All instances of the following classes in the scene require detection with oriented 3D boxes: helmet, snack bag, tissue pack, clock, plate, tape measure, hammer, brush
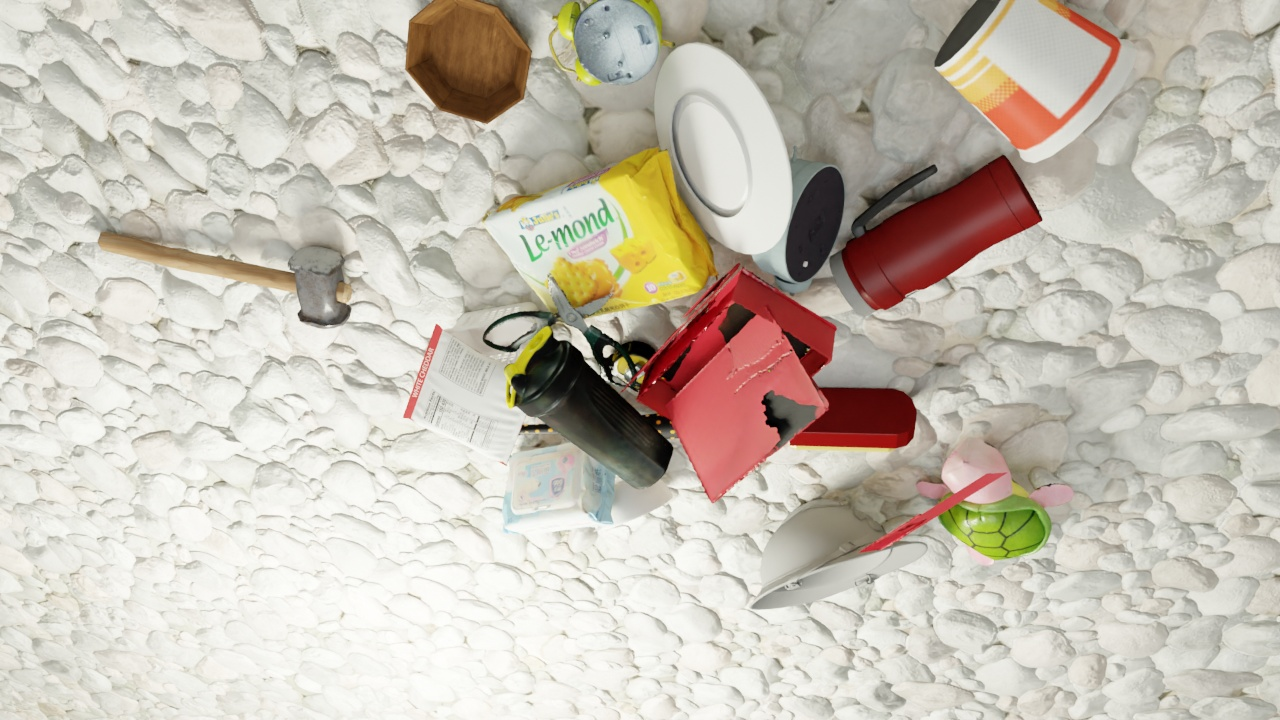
[{"bbox_3d":[0.247,0.247,1.245,0.183,0.117,0.272,11,144,-41],"label":"helmet"},{"bbox_3d":[-0.207,0.044,1.116,0.144,0.039,0.131,25,107,4],"label":"snack bag"},{"bbox_3d":[-0.113,0.171,1.230,0.182,0.112,0.070,-13,154,33],"label":"tissue pack"},{"bbox_3d":[0.164,-0.135,0.942,0.045,0.122,0.159,23,158,31],"label":"clock"},{"bbox_3d":[-0.171,-0.306,0.923,0.131,0.025,0.131,6,130,6],"label":"plate"},{"bbox_3d":[0.070,-0.196,0.877,0.015,0.208,0.209,-28,132,-22],"label":"plate"},{"bbox_3d":[-0.032,-0.307,0.875,0.119,0.056,0.083,-10,127,18],"label":"clock"},{"bbox_3d":[-0.007,0.007,1.144,0.061,0.034,0.062,34,125,-18],"label":"tape measure"},{"bbox_3d":[-0.039,-0.131,0.990,0.248,0.068,0.159,-10,126,36],"label":"snack bag"},{"bbox_3d":[-0.046,0.088,1.176,0.321,0.123,0.036,-2,125,6],"label":"hammer"},{"bbox_3d":[0.246,0.075,1.120,0.173,0.082,0.042,1,129,10],"label":"brush"},{"bbox_3d":[-0.517,-0.114,1.139,0.328,0.052,0.098,11,130,6],"label":"hammer"}]

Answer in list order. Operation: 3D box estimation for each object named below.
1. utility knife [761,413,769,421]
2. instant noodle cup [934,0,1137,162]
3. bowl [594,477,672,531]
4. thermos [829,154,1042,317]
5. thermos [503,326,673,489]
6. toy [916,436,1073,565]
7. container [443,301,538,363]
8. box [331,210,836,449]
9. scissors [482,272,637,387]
[{"bbox_3d":[0.144,0.063,1.176,0.225,0.019,0.031,9,140,-1],"label":"utility knife"},{"bbox_3d":[0.338,-0.262,0.807,0.121,0.123,0.124,34,127,-7],"label":"instant noodle cup"},{"bbox_3d":[-0.018,0.186,1.258,0.115,0.114,0.050,-23,89,27],"label":"bowl"},{"bbox_3d":[0.292,-0.134,0.943,0.199,0.083,0.108,-31,99,28],"label":"thermos"},{"bbox_3d":[-0.060,0.063,1.068,0.098,0.098,0.221,-31,121,30],"label":"thermos"},{"bbox_3d":[0.447,0.189,1.173,0.190,0.087,0.238,2,136,32],"label":"toy"},{"bbox_3d":[-0.172,-0.027,1.138,0.129,0.049,0.081,-8,127,17],"label":"container"},{"bbox_3d":[-0.040,-0.010,0.928,0.477,0.171,0.215,-1,149,-36],"label":"box"},{"bbox_3d":[-0.099,-0.028,1.066,0.205,0.015,0.202,-3,139,23],"label":"scissors"}]
